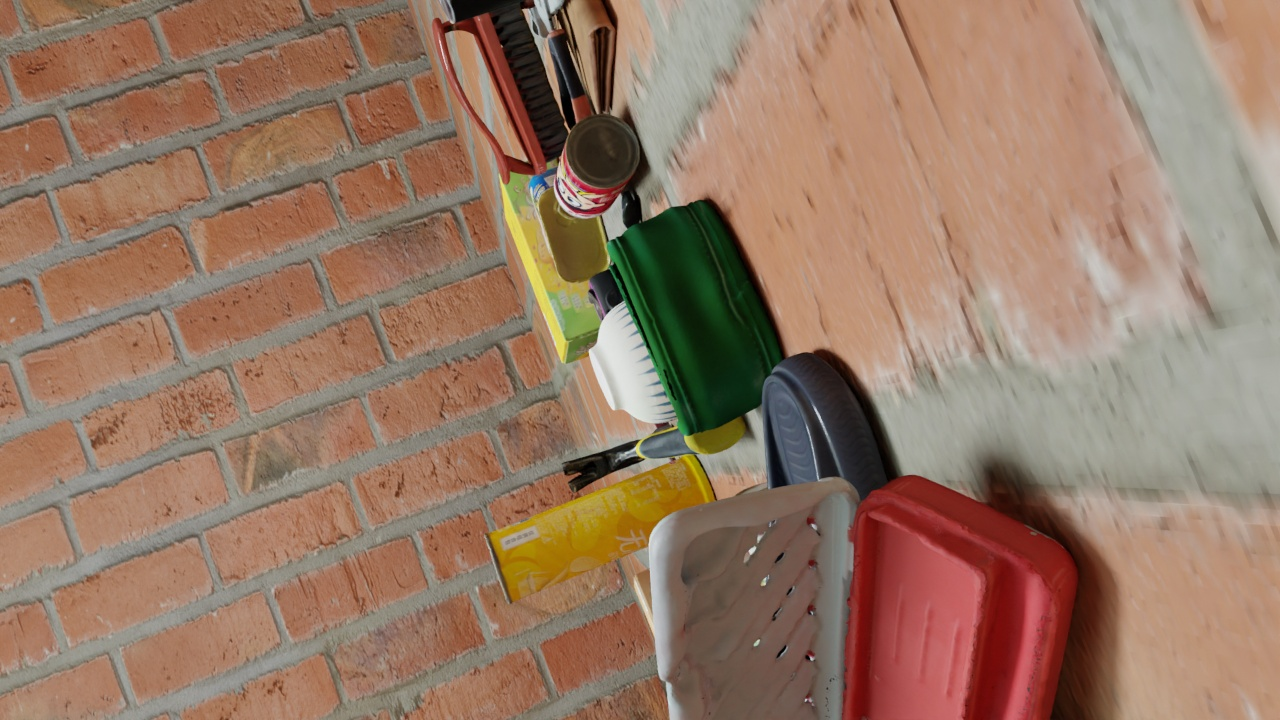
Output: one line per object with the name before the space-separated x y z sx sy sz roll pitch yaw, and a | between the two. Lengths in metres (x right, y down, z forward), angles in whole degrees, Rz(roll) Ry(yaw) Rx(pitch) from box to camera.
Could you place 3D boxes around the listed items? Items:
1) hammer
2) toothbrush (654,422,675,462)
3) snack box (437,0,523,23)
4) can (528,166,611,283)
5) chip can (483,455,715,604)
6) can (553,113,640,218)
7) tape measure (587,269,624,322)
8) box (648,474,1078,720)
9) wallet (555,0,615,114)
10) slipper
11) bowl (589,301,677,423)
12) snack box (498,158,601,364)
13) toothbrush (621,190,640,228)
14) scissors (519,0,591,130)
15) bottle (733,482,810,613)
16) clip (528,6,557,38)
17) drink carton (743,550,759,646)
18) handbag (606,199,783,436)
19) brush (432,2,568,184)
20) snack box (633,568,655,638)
hammer | 0.011 0.076 0.787 0.324 0.126 0.032 146 104 -74
toothbrush | 0.041 0.130 0.986 0.017 0.016 0.188 -112 4 -72
snack box | -0.059 -0.223 0.463 0.053 0.113 0.125 76 169 -45
can | -0.074 -0.140 0.931 0.083 0.057 0.102 -123 15 -62
chip can | -0.036 0.157 0.867 0.072 0.213 0.072 159 91 -79
can | -0.036 -0.144 0.702 0.133 0.053 0.053 173 76 -81
tape measure | -0.028 -0.059 0.888 0.057 0.039 0.057 81 165 -55
box | 0.082 0.134 0.364 0.073 0.155 0.201 -59 -30 -53
wallet | -0.044 -0.242 0.647 0.115 0.020 0.101 94 154 -75
slipper | 0.093 0.131 0.466 0.110 0.083 0.268 -143 35 -77
bowl | -0.005 0.005 0.811 0.116 0.066 0.116 158 91 -82
snack box | -0.096 -0.113 1.078 0.158 0.070 0.210 121 128 -79
toothbrush | -0.006 -0.085 0.793 0.189 0.014 0.017 86 171 -63
scissors | -0.068 -0.243 0.651 0.189 0.015 0.225 66 172 -25
bottle | 0.106 0.175 0.562 0.060 0.059 0.206 157 92 -81
clip | -0.082 -0.289 0.751 0.043 0.027 0.058 55 168 33
drink carton | 0.089 0.158 0.636 0.046 0.053 0.122 85 162 -59
handbag | 0.032 -0.023 0.559 0.120 0.068 0.131 78 169 -81
brush | -0.106 -0.206 0.711 0.063 0.069 0.146 55 169 49
snack box | 0.054 0.244 0.909 0.077 0.094 0.092 90 158 -66
